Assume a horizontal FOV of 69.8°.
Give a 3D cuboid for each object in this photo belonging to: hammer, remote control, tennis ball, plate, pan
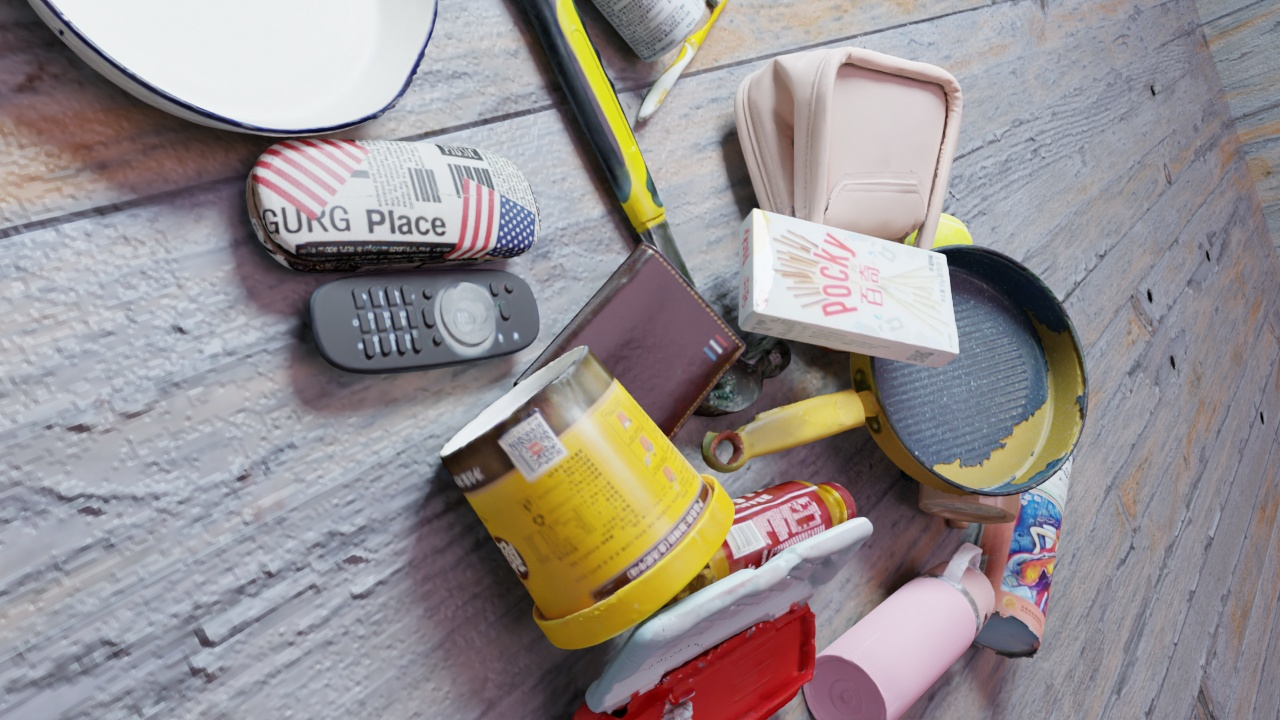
[{"bbox_3d":[-0.002,-0.109,0.604,0.125,0.032,0.323,-37,105,-45],"label":"hammer"},{"bbox_3d":[-0.110,-0.021,0.476,0.136,0.024,0.053,-9,83,-47],"label":"remote control"},{"bbox_3d":[0.272,-0.103,0.848,0.065,0.066,0.065,15,69,-41],"label":"tennis ball"},{"bbox_3d":[-0.195,-0.198,0.428,0.204,0.046,0.204,14,70,-42],"label":"plate"},{"bbox_3d":[0.190,0.024,0.671,0.356,0.078,0.197,-15,82,-21],"label":"pan"}]

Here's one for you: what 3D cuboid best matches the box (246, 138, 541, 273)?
[{"bbox_3d":[-0.122,-0.078,0.475,0.163,0.052,0.068,-7,94,-44],"label":"box"}]

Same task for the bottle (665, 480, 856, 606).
[{"bbox_3d":[0.080,0.115,0.601,0.174,0.058,0.057,-7,84,-45],"label":"bottle"}]

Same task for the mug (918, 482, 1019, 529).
[{"bbox_3d":[0.283,0.085,0.793,0.125,0.084,0.103,61,38,-66],"label":"mug"}]

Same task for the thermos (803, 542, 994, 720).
[{"bbox_3d":[0.204,0.201,0.686,0.198,0.067,0.087,-17,126,-44],"label":"thermos"}]

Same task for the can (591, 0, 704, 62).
[{"bbox_3d":[-0.022,-0.272,0.611,0.146,0.058,0.058,43,52,-27],"label":"can"}]

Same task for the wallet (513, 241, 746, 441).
[{"bbox_3d":[-0.003,0.003,0.549,0.096,0.020,0.122,45,70,-14],"label":"wallet"}]

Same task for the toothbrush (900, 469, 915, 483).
[{"bbox_3d":[0.253,0.024,0.829,0.018,0.016,0.191,43,51,-40],"label":"toothbrush"}]

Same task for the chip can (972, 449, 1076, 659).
[{"bbox_3d":[0.347,0.162,0.844,0.071,0.071,0.214,49,50,-23],"label":"chip can"}]

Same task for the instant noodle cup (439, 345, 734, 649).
[{"bbox_3d":[-0.031,0.064,0.470,0.114,0.119,0.118,54,47,-9],"label":"instant noodle cup"}]

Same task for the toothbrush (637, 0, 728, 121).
[{"bbox_3d":[0.034,-0.236,0.687,0.018,0.016,0.190,40,52,-16],"label":"toothbrush"}]

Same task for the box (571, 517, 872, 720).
[{"bbox_3d":[0.047,0.168,0.521,0.200,0.058,0.161,-12,125,-45],"label":"box"}]

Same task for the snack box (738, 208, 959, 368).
[{"bbox_3d":[0.145,-0.049,0.642,0.156,0.027,0.084,11,61,-15],"label":"snack box"}]

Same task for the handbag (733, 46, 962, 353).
[{"bbox_3d":[0.169,-0.121,0.731,0.192,0.093,0.234,-9,101,-40],"label":"handbag"}]
